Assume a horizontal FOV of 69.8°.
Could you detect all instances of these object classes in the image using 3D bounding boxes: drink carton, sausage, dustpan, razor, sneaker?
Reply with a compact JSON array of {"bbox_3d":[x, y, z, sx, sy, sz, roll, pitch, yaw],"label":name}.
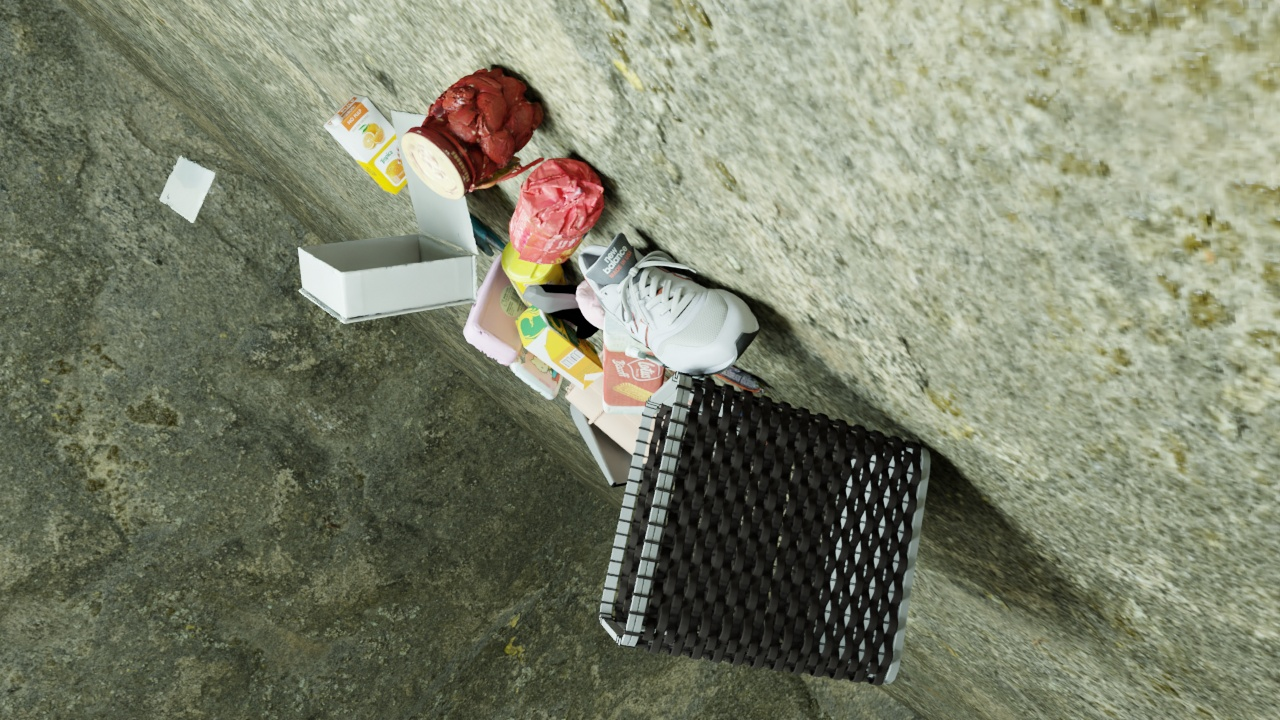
[{"bbox_3d":[-0.100,-0.017,1.176,0.122,0.041,0.058,39,-163,-40],"label":"drink carton"},{"bbox_3d":[0.087,0.007,1.061,0.155,0.020,0.020,27,163,44],"label":"sausage"},{"bbox_3d":[-0.346,-0.282,1.192,0.040,0.058,0.122,26,162,46],"label":"drink carton"},{"bbox_3d":[-0.035,0.069,1.385,0.162,0.033,0.257,-3,-130,-43],"label":"dustpan"},{"bbox_3d":[-0.093,-0.070,1.138,0.057,0.060,0.156,-2,162,28],"label":"razor"},{"bbox_3d":[0.007,-0.062,0.887,0.124,0.088,0.240,42,171,-26],"label":"sneaker"}]

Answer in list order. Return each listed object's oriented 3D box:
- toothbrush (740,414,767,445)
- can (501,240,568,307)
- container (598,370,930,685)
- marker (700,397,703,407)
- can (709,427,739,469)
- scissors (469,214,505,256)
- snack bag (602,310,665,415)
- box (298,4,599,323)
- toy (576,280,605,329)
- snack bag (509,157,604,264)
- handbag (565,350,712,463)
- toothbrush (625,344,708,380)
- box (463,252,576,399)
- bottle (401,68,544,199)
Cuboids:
[{"bbox_3d":[0.137,0.076,1.174,0.021,0.017,0.135,33,169,43],"label":"toothbrush"},{"bbox_3d":[-0.131,-0.110,1.162,0.067,0.067,0.105,35,168,18],"label":"can"},{"bbox_3d":[0.112,0.171,0.910,0.243,0.245,0.248,13,169,-5],"label":"container"},{"bbox_3d":[0.072,0.043,1.172,0.139,0.016,0.022,87,157,-52],"label":"marker"},{"bbox_3d":[0.110,0.113,1.224,0.067,0.067,0.121,35,174,18],"label":"can"},{"bbox_3d":[-0.237,-0.189,1.298,0.118,0.019,0.148,28,161,43],"label":"scissors"},{"bbox_3d":[-0.007,0.006,1.113,0.077,0.041,0.226,0,154,-3],"label":"snack bag"},{"bbox_3d":[-0.226,-0.228,1.107,0.164,0.445,0.167,37,173,-41],"label":"box"},{"bbox_3d":[-0.044,-0.065,1.084,0.099,0.053,0.095,37,-166,14],"label":"toy"},{"bbox_3d":[-0.087,-0.141,0.898,0.082,0.082,0.176,40,168,-6],"label":"snack bag"},{"bbox_3d":[-0.012,0.047,1.256,0.198,0.116,0.187,41,167,-9],"label":"handbag"},{"bbox_3d":[0.035,0.005,1.015,0.017,0.012,0.186,27,-176,30],"label":"toothbrush"},{"bbox_3d":[-0.150,-0.052,1.223,0.153,0.041,0.200,34,-147,-18],"label":"box"},{"bbox_3d":[-0.142,-0.195,0.801,0.099,0.111,0.099,32,155,17],"label":"bottle"}]
